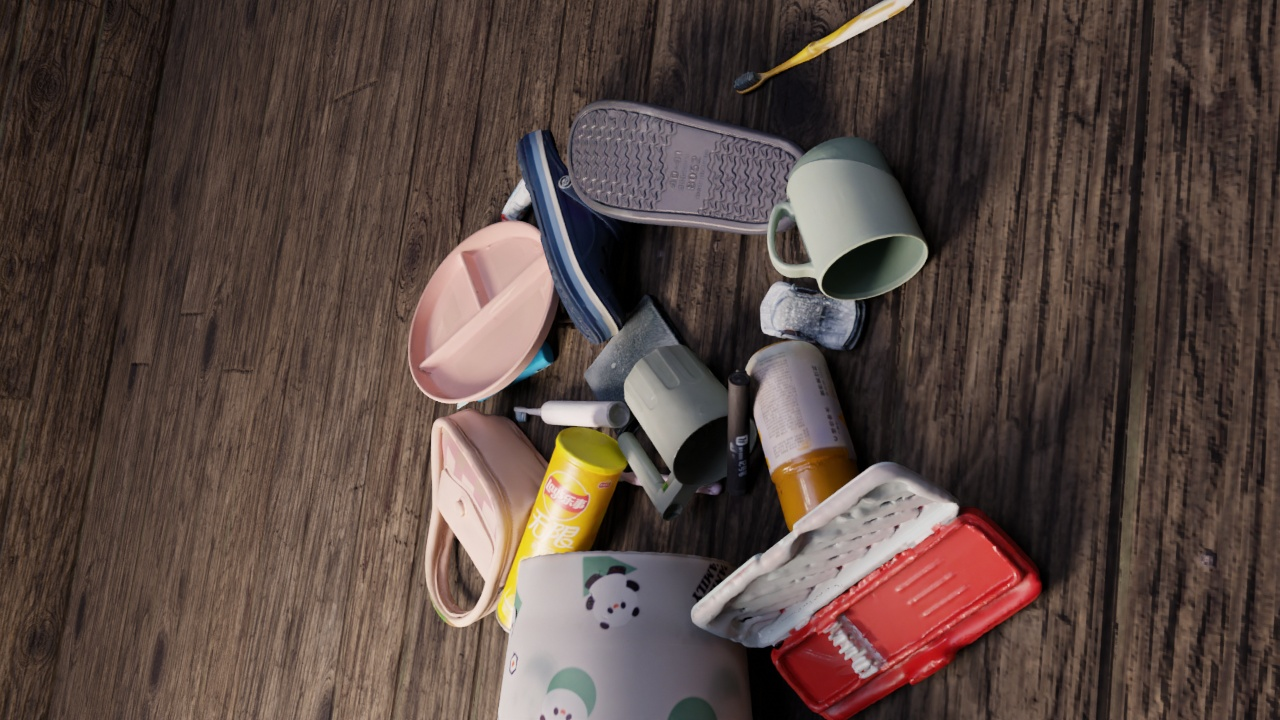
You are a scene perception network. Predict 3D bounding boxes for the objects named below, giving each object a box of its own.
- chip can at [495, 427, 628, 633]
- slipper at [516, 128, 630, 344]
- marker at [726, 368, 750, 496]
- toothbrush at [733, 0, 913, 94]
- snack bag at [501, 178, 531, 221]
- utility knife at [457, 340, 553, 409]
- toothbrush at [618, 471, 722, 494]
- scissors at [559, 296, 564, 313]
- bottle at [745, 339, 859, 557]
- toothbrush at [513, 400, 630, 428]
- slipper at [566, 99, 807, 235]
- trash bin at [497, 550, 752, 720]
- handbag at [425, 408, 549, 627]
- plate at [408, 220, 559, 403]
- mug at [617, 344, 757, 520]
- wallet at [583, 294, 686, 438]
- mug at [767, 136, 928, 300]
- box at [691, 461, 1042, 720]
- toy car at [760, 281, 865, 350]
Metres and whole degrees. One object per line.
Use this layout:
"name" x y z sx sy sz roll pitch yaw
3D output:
"chip can" -0.080 0.172 0.900 0.072 0.072 0.214 43 119 43
"slipper" -0.058 -0.134 0.958 0.095 0.105 0.252 -22 69 2
"marker" 0.081 0.062 0.756 0.022 0.020 0.132 -81 -11 -48
"toothbrush" 0.157 -0.280 0.810 0.192 0.018 0.016 -17 70 44
"snack bag" -0.139 -0.200 1.101 0.105 0.026 0.045 -54 8 26
"utility knife" -0.166 0.022 1.088 0.192 0.018 0.034 -28 62 42
"toothbrush" 0.004 0.116 0.881 0.190 0.029 0.021 -3 41 46
"scissors" -0.105 -0.134 1.063 0.176 0.012 0.162 1 82 45
"bottle" 0.133 0.078 0.714 0.068 0.068 0.189 -33 58 38
"toothbrush" -0.082 0.056 0.969 0.221 0.026 0.026 -3 88 56
"slipper" 0.048 -0.174 0.868 0.268 0.083 0.111 18 99 29
"trash bin" -0.013 0.288 0.720 0.230 0.229 0.251 -18 63 43
"handbag" -0.186 0.191 1.032 0.193 0.093 0.235 46 121 44
"plate" -0.180 -0.055 1.059 0.230 0.028 0.229 -18 57 31
"mug" 0.031 0.062 0.817 0.124 0.083 0.103 -56 45 22
"wallet" -0.005 0.005 0.919 0.121 0.019 0.097 -52 47 24
"mug" 0.151 -0.108 0.715 0.112 0.082 0.106 -18 61 7
"box" 0.151 0.160 0.635 0.202 0.161 0.060 -46 12 29
"toy car" 0.139 -0.038 0.764 0.106 0.031 0.049 15 91 49
